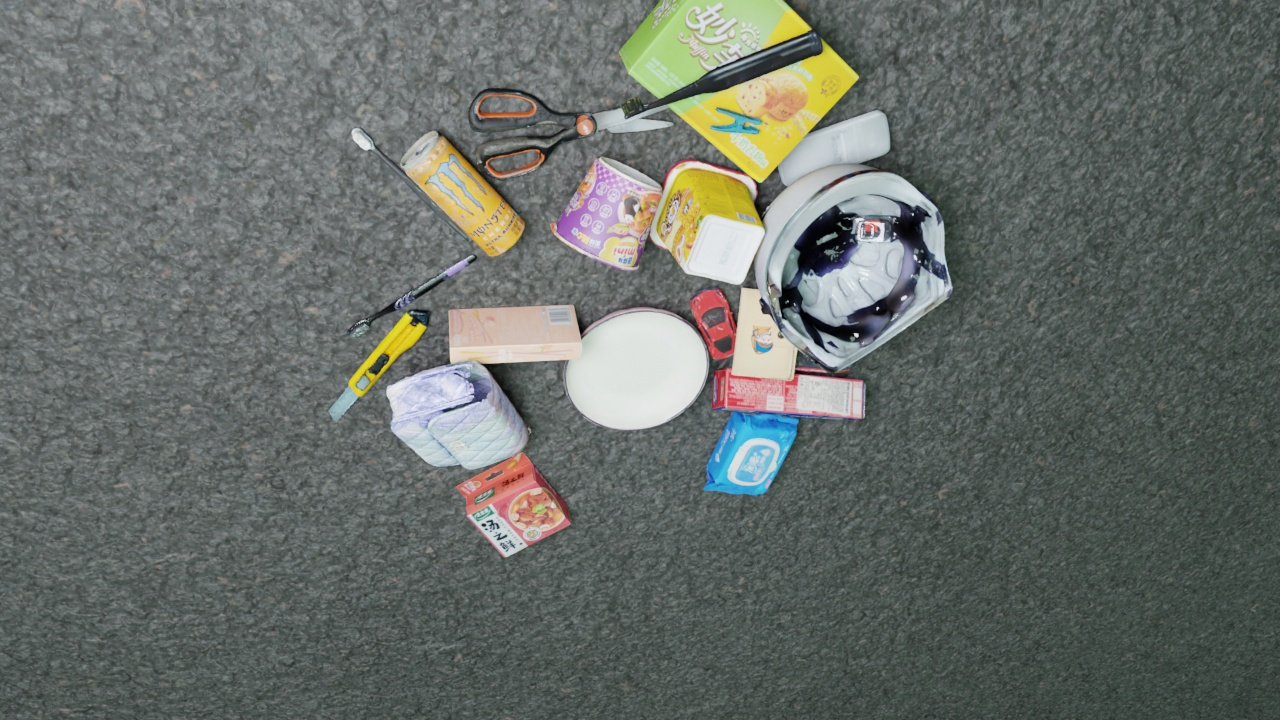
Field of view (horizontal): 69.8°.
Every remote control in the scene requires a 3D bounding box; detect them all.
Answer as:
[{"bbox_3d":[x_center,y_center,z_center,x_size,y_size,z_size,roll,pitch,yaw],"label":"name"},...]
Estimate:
[{"bbox_3d":[0.228,-0.251,1.088,0.136,0.020,0.056,-19,125,2],"label":"remote control"}]

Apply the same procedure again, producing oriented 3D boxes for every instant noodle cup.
[{"bbox_3d":[-0.031,-0.169,1.042,0.111,0.111,0.099,20,111,-23],"label":"instant noodle cup"},{"bbox_3d":[0.082,-0.154,1.060,0.116,0.123,0.116,10,121,-19],"label":"instant noodle cup"}]

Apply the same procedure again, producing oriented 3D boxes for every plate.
[{"bbox_3d":[-0.007,0.007,1.205,0.192,0.039,0.193,-6,125,-8],"label":"plate"}]

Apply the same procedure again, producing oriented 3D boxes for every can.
[{"bbox_3d":[-0.195,-0.183,1.022,0.058,0.058,0.146,-36,124,13],"label":"can"}]

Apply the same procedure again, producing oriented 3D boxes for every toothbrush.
[{"bbox_3d":[-0.252,-0.193,1.030,0.016,0.018,0.181,-39,124,11],"label":"toothbrush"},{"bbox_3d":[0.082,-0.290,0.941,0.213,0.026,0.027,-19,92,3],"label":"toothbrush"},{"bbox_3d":[-0.276,-0.076,1.105,0.189,0.016,0.014,-30,125,7],"label":"toothbrush"}]

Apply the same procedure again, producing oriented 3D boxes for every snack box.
[{"bbox_3d":[-0.180,0.207,1.302,0.113,0.044,0.127,-28,125,8],"label":"snack box"},{"bbox_3d":[-0.154,-0.032,1.119,0.157,0.084,0.026,-3,127,-10],"label":"snack box"},{"bbox_3d":[0.203,0.048,1.255,0.207,0.057,0.058,5,83,-15],"label":"snack box"},{"bbox_3d":[0.106,-0.316,0.987,0.210,0.070,0.158,32,113,-29],"label":"snack box"}]

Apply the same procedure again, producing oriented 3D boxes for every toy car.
[{"bbox_3d":[0.228,-0.008,1.236,0.120,0.052,0.045,7,159,-19],"label":"toy car"},{"bbox_3d":[0.099,-0.048,1.196,0.049,0.031,0.106,-23,124,2],"label":"toy car"}]

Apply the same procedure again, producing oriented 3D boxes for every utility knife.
[{"bbox_3d":[-0.330,0.009,1.152,0.033,0.015,0.207,35,112,-27],"label":"utility knife"}]

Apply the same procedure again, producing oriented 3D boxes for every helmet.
[{"bbox_3d":[0.233,-0.130,1.094,0.229,0.145,0.258,-38,125,7],"label":"helmet"}]

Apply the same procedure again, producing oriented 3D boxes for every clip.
[{"bbox_3d":[0.103,-0.253,0.978,0.056,0.014,0.040,8,124,-14],"label":"clip"}]

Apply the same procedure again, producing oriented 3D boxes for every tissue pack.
[{"bbox_3d":[0.157,0.137,1.321,0.095,0.052,0.157,12,121,-19],"label":"tissue pack"}]

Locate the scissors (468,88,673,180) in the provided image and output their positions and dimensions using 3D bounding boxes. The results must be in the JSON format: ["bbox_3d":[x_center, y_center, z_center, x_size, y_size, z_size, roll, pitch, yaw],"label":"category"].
[{"bbox_3d":[-0.078,-0.269,1.009,0.234,0.021,0.162,-28,125,9],"label":"scissors"}]

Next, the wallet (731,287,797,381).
[{"bbox_3d":[0.167,-0.033,1.186,0.087,0.024,0.115,6,95,0],"label":"wallet"}]

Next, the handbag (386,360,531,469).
[{"bbox_3d":[-0.222,0.075,1.137,0.134,0.075,0.194,-16,156,2],"label":"handbag"}]
